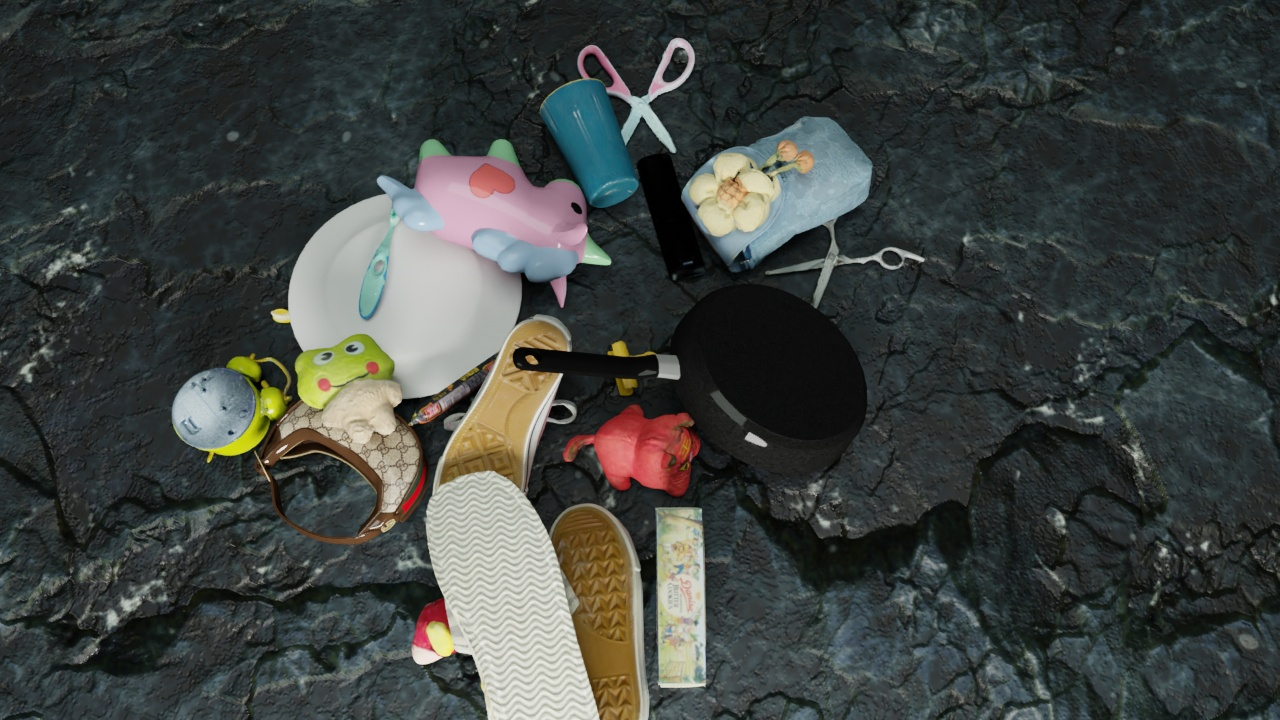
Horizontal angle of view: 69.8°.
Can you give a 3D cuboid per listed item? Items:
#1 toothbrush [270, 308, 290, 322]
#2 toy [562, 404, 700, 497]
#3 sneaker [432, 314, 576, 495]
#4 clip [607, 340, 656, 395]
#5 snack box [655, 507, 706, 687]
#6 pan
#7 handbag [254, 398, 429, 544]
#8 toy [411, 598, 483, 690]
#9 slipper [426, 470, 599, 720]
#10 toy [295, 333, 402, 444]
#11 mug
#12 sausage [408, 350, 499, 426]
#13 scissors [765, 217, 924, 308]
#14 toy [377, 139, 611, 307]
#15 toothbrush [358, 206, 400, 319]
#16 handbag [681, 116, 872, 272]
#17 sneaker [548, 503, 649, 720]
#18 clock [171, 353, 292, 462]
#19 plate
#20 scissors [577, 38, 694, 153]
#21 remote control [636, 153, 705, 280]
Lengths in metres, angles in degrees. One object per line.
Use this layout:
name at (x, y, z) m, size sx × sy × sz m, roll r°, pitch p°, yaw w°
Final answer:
toothbrush at (-0.321, -0.047, 0.965) m, size 0.135 × 0.016 × 0.021 m, roll 0°, pitch 67°, yaw 0°
toy at (-0.008, 0.078, 0.883) m, size 0.133 × 0.094 × 0.088 m, roll 5°, pitch 73°, yaw 2°
sneaker at (-0.131, 0.067, 0.893) m, size 0.118 × 0.088 × 0.241 m, roll 23°, pitch 95°, yaw -5°
clip at (-0.006, 0.005, 0.942) m, size 0.048 × 0.045 × 0.054 m, roll -24°, pitch 70°, yaw 18°
snack box at (0.036, 0.212, 0.812) m, size 0.042 × 0.144 × 0.145 m, roll -1°, pitch 72°, yaw 3°
pan at (0.059, 0.005, 0.860) m, size 0.355 × 0.044 × 0.203 m, roll 5°, pitch 55°, yaw -22°
handbag at (-0.292, 0.102, 0.885) m, size 0.166 × 0.063 × 0.138 m, roll 32°, pitch 64°, yaw 13°
toy at (-0.137, 0.253, 0.844) m, size 0.137 × 0.067 × 0.105 m, roll 18°, pitch 75°, yaw -1°
slipper at (-0.110, 0.222, 0.791) m, size 0.114 × 0.054 × 0.272 m, roll -24°, pitch 63°, yaw -7°
toy at (-0.272, 0.028, 0.867) m, size 0.092 × 0.043 × 0.117 m, roll -21°, pitch 60°, yaw -22°
mug at (-0.051, -0.232, 0.999) m, size 0.078 × 0.078 × 0.121 m, roll -22°, pitch 78°, yaw -7°
sausage at (-0.171, 0.021, 0.918) m, size 0.020 × 0.020 × 0.154 m, roll 43°, pitch 56°, yaw 13°
scissors at (0.220, -0.109, 0.986) m, size 0.175 × 0.014 × 0.141 m, roll 2°, pitch 69°, yaw -1°
toy at (-0.151, -0.147, 0.943) m, size 0.222 × 0.120 × 0.171 m, roll -3°, pitch 55°, yaw -21°
toothbrush at (-0.270, -0.105, 0.954) m, size 0.022 × 0.017 × 0.135 m, roll 12°, pitch 68°, yaw -6°
handbag at (0.143, -0.183, 0.955) m, size 0.192 × 0.119 × 0.121 m, roll -28°, pitch 67°, yaw -3°
sneaker at (-0.031, 0.245, 0.840) m, size 0.087 × 0.079 × 0.235 m, roll -14°, pitch 54°, yaw 4°
clock at (-0.404, 0.044, 0.914) m, size 0.119 × 0.057 × 0.083 m, roll -42°, pitch 76°, yaw -12°
plate at (-0.247, -0.076, 0.963) m, size 0.242 × 0.016 × 0.242 m, roll 1°, pitch 69°, yaw -3°
scissors at (0.008, -0.312, 1.053) m, size 0.168 × 0.014 × 0.170 m, roll -32°, pitch 74°, yaw -10°
remote control at (0.033, -0.159, 0.999) m, size 0.041 × 0.020 × 0.151 m, roll -14°, pitch 71°, yaw -6°
